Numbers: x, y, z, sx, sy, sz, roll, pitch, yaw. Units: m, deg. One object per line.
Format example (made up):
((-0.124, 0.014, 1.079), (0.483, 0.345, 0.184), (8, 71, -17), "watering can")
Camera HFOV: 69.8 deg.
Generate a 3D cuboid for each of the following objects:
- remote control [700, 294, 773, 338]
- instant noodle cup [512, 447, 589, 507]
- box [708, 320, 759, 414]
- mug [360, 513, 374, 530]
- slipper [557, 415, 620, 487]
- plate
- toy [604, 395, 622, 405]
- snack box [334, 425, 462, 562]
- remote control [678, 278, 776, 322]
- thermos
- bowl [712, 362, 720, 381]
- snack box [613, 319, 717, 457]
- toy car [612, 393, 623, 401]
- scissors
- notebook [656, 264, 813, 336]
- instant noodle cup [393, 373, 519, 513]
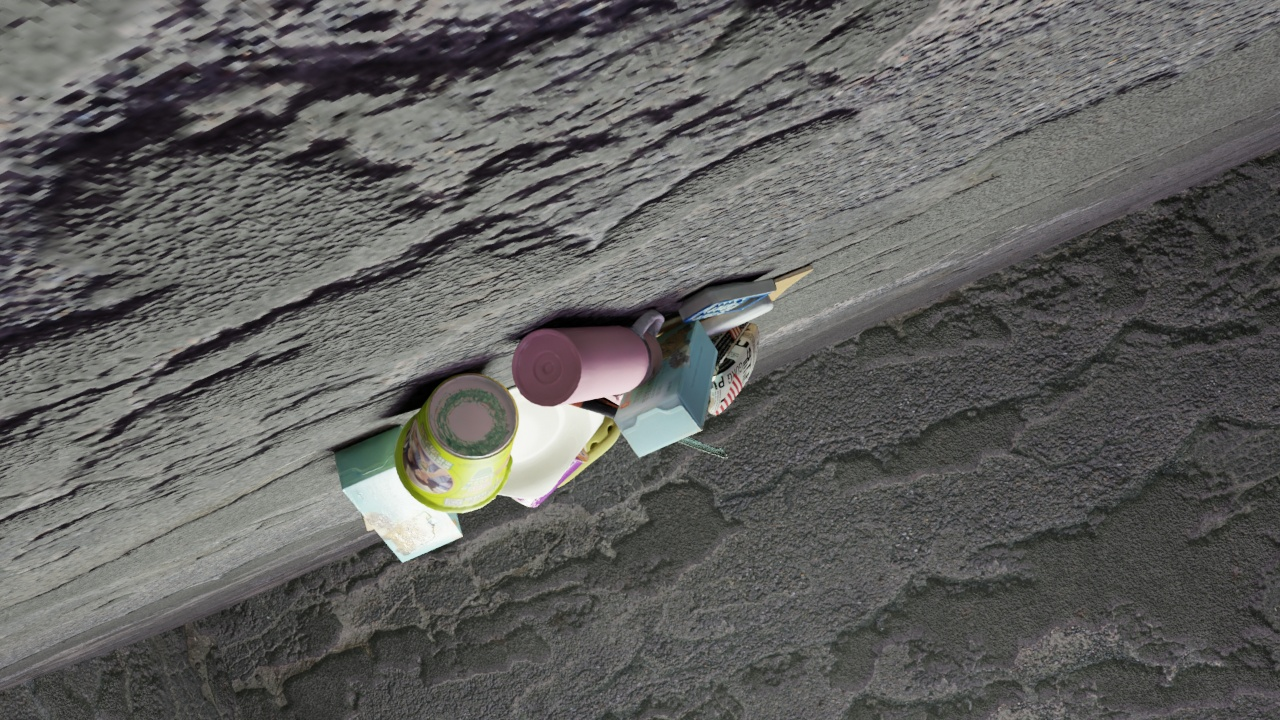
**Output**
((0.088, -0.042, 1.053), (0.136, 0.020, 0.056), (-25, 174, 11), "remote control")
((-0.142, 0.136, 1.240), (0.099, 0.111, 0.111), (-50, 169, 7), "instant noodle cup")
((0.088, -0.005, 1.098), (0.162, 0.087, 0.076), (-47, 150, -51), "box")
((-0.280, 0.132, 1.057), (0.103, 0.084, 0.125), (-20, 149, -20), "mug")
((-0.098, 0.107, 1.338), (0.190, 0.092, 0.082), (-46, 149, -38), "slipper")
((-0.139, 0.090, 1.077), (0.164, 0.034, 0.164), (18, 117, -44), "plate")
((-0.071, 0.052, 1.176), (0.159, 0.054, 0.122), (-8, 165, -40), "toy")
((-0.255, 0.146, 0.979), (0.074, 0.051, 0.175), (-22, 142, -6), "snack box")
((0.090, -0.064, 0.943), (0.049, 0.024, 0.124), (-28, 171, 38), "remote control")
((-0.034, -0.007, 0.830), (0.087, 0.067, 0.198), (-57, 162, 17), "thermos")
((0.048, 0.013, 1.238), (0.116, 0.066, 0.116), (-24, 173, -3), "bowl")
((0.030, 0.024, 0.954), (0.074, 0.051, 0.174), (-25, -160, 22), "snack box")
((-0.028, 0.017, 1.051), (0.037, 0.056, 0.122), (-28, 173, 7), "toy car")
((-0.007, 0.062, 0.998), (0.208, 0.015, 0.185), (18, -176, -27), "scissors")
((0.089, -0.056, 1.084), (0.207, 0.008, 0.148), (-22, 173, -14), "notebook")
((-0.160, 0.070, 0.830), (0.111, 0.111, 0.124), (-20, 166, -26), "instant noodle cup")
